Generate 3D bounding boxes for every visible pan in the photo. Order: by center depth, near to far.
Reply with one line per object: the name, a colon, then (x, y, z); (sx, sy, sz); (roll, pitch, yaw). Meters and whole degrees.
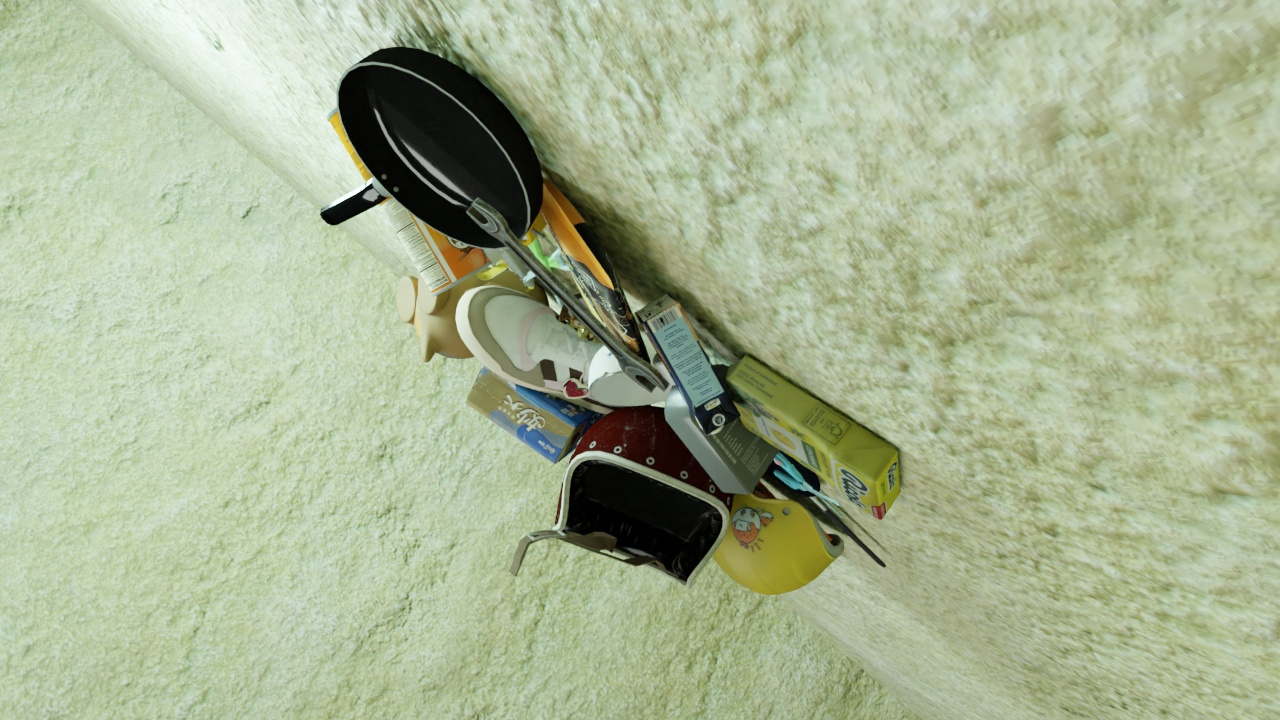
pan: (-0.223, -0.180, 0.875); (0.357, 0.044, 0.204); (-6, 132, 50)
pan: (0.197, 0.151, 1.157); (0.356, 0.021, 0.199); (43, 170, -15)

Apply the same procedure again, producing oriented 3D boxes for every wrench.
wrench: (-0.064, -0.053, 0.859); (0.273, 0.010, 0.070); (45, 163, -30)

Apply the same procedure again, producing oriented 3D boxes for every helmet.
helmet: (-0.005, 0.180, 1.165); (0.233, 0.253, 0.234); (23, 171, -3)
helmet: (0.154, 0.236, 1.296); (0.240, 0.139, 0.209); (38, 178, 38)

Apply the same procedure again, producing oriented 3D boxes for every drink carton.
drink carton: (0.045, 0.004, 0.880); (0.130, 0.040, 0.064); (60, 180, -15)

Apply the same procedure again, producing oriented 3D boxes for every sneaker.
sneaker: (-0.091, -0.012, 1.172); (0.293, 0.111, 0.117); (29, 157, -22)

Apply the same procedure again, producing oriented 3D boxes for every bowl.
bowl: (-0.006, 0.006, 1.085); (0.113, 0.063, 0.113); (-4, 156, -2)

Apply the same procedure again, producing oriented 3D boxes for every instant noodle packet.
instant noodle packet: (-0.045, -0.080, 0.897); (0.159, 0.032, 0.221); (56, 175, 27)

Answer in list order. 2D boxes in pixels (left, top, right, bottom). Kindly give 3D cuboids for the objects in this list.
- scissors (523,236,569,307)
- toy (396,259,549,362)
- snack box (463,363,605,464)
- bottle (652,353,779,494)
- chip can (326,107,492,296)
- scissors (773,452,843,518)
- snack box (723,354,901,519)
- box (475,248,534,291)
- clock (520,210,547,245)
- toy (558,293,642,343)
scissors: (-0.116, -0.120, 1.072); (0.139, 0.028, 0.171); (41, 154, -9)
toy: (-0.222, -0.080, 1.296); (0.203, 0.162, 0.199); (-2, 175, -38)
snack box: (-0.130, 0.050, 1.296); (0.155, 0.069, 0.202); (33, -161, 8)
bottle: (0.076, 0.054, 0.970); (0.046, 0.083, 0.174); (-5, 130, 53)
chip can: (-0.246, -0.180, 0.988); (0.215, 0.075, 0.075); (61, 166, -11)
scissors: (0.181, 0.139, 1.070); (0.135, 0.015, 0.136); (46, 171, -6)
snack box: (0.161, 0.073, 0.878); (0.181, 0.045, 0.121); (34, 168, 27)
box: (-0.207, -0.153, 1.120); (0.209, 0.080, 0.079); (58, -162, -59)
clock: (-0.153, -0.171, 0.948); (0.152, 0.052, 0.113); (23, 161, 49)
toy: (-0.047, -0.045, 1.106); (0.100, 0.062, 0.076); (23, 145, 11)
